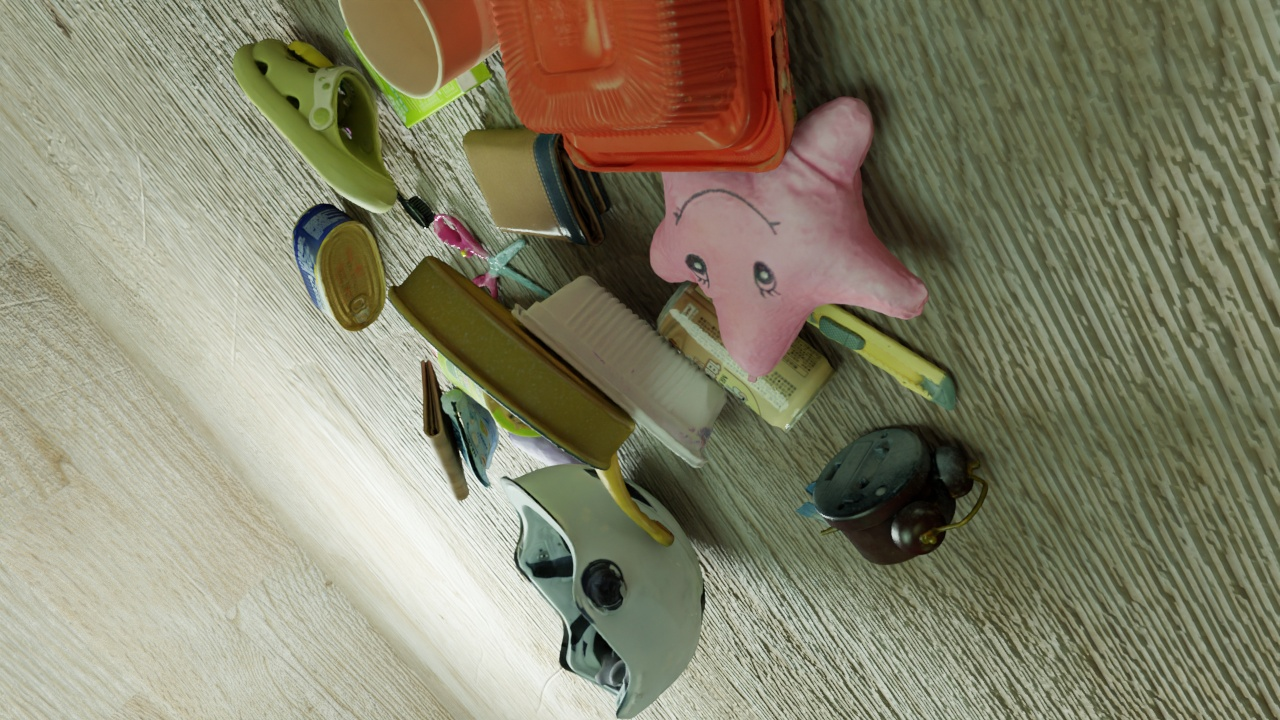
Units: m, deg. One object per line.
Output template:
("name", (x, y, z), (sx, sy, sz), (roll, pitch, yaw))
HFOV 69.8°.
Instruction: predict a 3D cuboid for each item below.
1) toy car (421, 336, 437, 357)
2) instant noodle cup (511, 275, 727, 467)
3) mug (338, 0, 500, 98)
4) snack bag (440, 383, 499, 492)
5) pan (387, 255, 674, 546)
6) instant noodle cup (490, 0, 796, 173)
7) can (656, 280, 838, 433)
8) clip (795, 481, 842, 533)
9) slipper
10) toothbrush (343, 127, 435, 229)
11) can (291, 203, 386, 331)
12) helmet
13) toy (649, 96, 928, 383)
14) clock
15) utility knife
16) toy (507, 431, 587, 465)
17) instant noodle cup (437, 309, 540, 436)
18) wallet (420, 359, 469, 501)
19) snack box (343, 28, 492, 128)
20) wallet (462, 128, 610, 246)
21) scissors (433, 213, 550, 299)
("toy car", (-0.197, -0.030, 0.933), (0.053, 0.045, 0.121), (35, 150, 19))
("instant noodle cup", (-0.004, 0.004, 0.689), (0.173, 0.060, 0.138), (41, 180, 9))
("mug", (-0.110, -0.227, 0.526), (0.082, 0.105, 0.115), (29, 146, 24))
("snack bag", (-0.172, 0.071, 0.943), (0.191, 0.039, 0.110), (-155, 51, -82))
("pan", (-0.054, 0.052, 0.703), (0.357, 0.078, 0.198), (40, -179, -43))
("instant noodle cup", (-0.010, -0.182, 0.459), (0.165, 0.078, 0.189), (9, 116, 42))
("can", (0.071, -0.008, 0.622), (0.116, 0.058, 0.059), (40, 149, 9))
("clip", (0.152, 0.123, 0.723), (0.058, 0.045, 0.027), (35, 147, -3))
("slipper", (-0.254, -0.205, 0.764), (0.190, 0.081, 0.091), (49, -173, 16))
("toothbrush", (-0.249, -0.196, 0.826), (0.189, 0.017, 0.014), (52, 148, -5))
("can", (-0.315, -0.096, 0.965), (0.049, 0.074, 0.148), (34, 148, 23))
("helmet", (-0.024, 0.205, 0.902), (0.258, 0.145, 0.229), (67, 159, -1))
("toy", (0.075, -0.064, 0.526), (0.195, 0.074, 0.179), (20, 126, 39))
("clock", (0.170, 0.089, 0.601), (0.055, 0.081, 0.122), (50, 151, -18))
("utility knife", (0.121, -0.026, 0.589), (0.188, 0.020, 0.031), (38, 143, 20))
("toy", (-0.100, 0.088, 0.963), (0.108, 0.038, 0.084), (25, 148, 20))
("instant noodle cup", (-0.122, 0.000, 0.826), (0.123, 0.111, 0.112), (18, 141, 49))
("wallet", (-0.200, 0.069, 0.930), (0.115, 0.020, 0.101), (-111, 8, -45))
("snack box", (-0.162, -0.218, 0.650), (0.086, 0.026, 0.156), (57, 159, -19))
("wallet", (-0.079, -0.130, 0.682), (0.115, 0.033, 0.090), (13, 134, 44))
("scissors", (-0.132, -0.082, 0.822), (0.133, 0.017, 0.131), (31, 145, 15))
